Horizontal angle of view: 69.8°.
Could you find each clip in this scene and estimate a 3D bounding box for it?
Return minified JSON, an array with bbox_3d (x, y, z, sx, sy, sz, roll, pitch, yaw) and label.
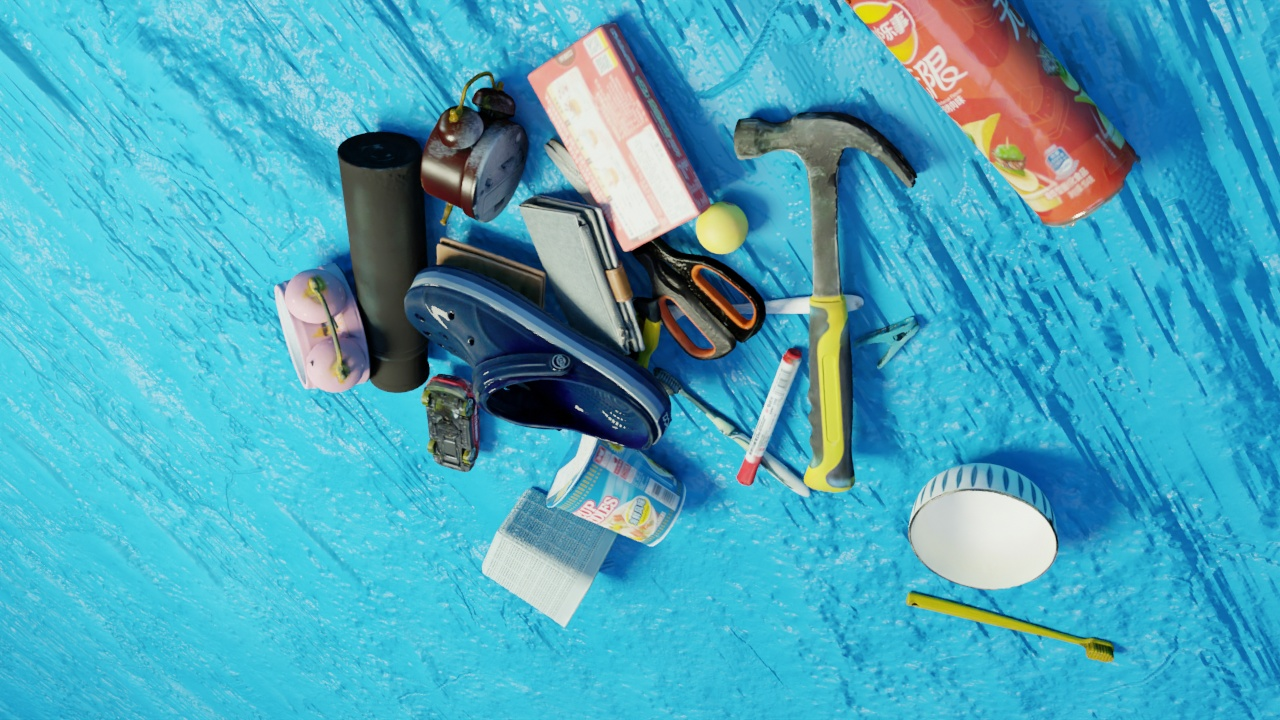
[{"bbox_3d":[0.201,-0.017,0.737,0.034,0.013,0.055,38,129,-9],"label":"clip"}]

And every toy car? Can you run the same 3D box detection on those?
[{"bbox_3d":[-0.189,0.061,0.931,0.053,0.045,0.121,14,134,9],"label":"toy car"}]

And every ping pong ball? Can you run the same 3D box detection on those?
[{"bbox_3d":[0.063,-0.103,0.710,0.040,0.040,0.040,11,128,14],"label":"ping pong ball"}]

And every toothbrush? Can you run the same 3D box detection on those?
[{"bbox_3d":[0.351,0.254,0.877,0.190,0.016,0.016,12,128,13],"label":"toothbrush"},{"bbox_3d":[0.084,0.069,0.845,0.191,0.018,0.016,39,129,-9],"label":"toothbrush"},{"bbox_3d":[0.093,-0.042,0.760,0.180,0.016,0.016,-2,123,23],"label":"toothbrush"}]

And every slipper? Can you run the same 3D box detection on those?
[{"bbox_3d":[-0.096,0.014,0.776,0.253,0.095,0.105,27,146,10],"label":"slipper"}]

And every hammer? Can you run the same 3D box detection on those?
[{"bbox_3d":[0.149,-0.032,0.718,0.126,0.031,0.324,2,120,19],"label":"hammer"}]

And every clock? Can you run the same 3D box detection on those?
[{"bbox_3d":[-0.128,-0.165,0.715,0.055,0.081,0.122,25,133,11],"label":"clock"},{"bbox_3d":[-0.291,-0.028,0.843,0.159,0.059,0.117,2,107,62],"label":"clock"}]

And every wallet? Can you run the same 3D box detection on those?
[{"bbox_3d":[-0.135,-0.054,0.828,0.101,0.020,0.115,19,142,7],"label":"wallet"},{"bbox_3d":[-0.043,-0.072,0.761,0.107,0.036,0.130,21,139,50],"label":"wallet"}]

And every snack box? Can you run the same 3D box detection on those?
[{"bbox_3d":[-0.015,-0.164,0.688,0.075,0.025,0.153,-22,103,34],"label":"snack box"}]

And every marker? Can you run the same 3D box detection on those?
[{"bbox_3d":[0.113,0.052,0.810,0.017,0.017,0.145,20,122,7],"label":"marker"}]

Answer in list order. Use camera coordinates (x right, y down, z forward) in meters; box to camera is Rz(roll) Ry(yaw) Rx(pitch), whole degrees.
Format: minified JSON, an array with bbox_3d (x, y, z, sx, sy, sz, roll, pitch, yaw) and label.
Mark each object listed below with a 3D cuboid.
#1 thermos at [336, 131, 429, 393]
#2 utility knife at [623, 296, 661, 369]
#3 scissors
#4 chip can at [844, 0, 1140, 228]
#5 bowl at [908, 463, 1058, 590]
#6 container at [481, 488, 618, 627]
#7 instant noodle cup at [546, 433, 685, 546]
[{"bbox_3d":[-0.235,-0.085,0.831,0.090,0.068,0.243,32,135,26],"label":"thermos"},{"bbox_3d":[-0.005,0.005,0.816,0.033,0.015,0.177,38,146,20],"label":"utility knife"},{"bbox_3d":[0.015,-0.101,0.735,0.140,0.021,0.235,-14,113,37],"label":"scissors"},{"bbox_3d":[0.214,-0.181,0.572,0.216,0.073,0.073,43,129,-13],"label":"chip can"},{"bbox_3d":[0.290,0.131,0.777,0.116,0.066,0.117,12,129,15],"label":"bowl"},{"bbox_3d":[-0.099,0.206,0.976,0.111,0.089,0.090,29,130,2],"label":"container"},{"bbox_3d":[-0.019,0.123,0.884,0.110,0.099,0.099,31,131,-12],"label":"instant noodle cup"}]
